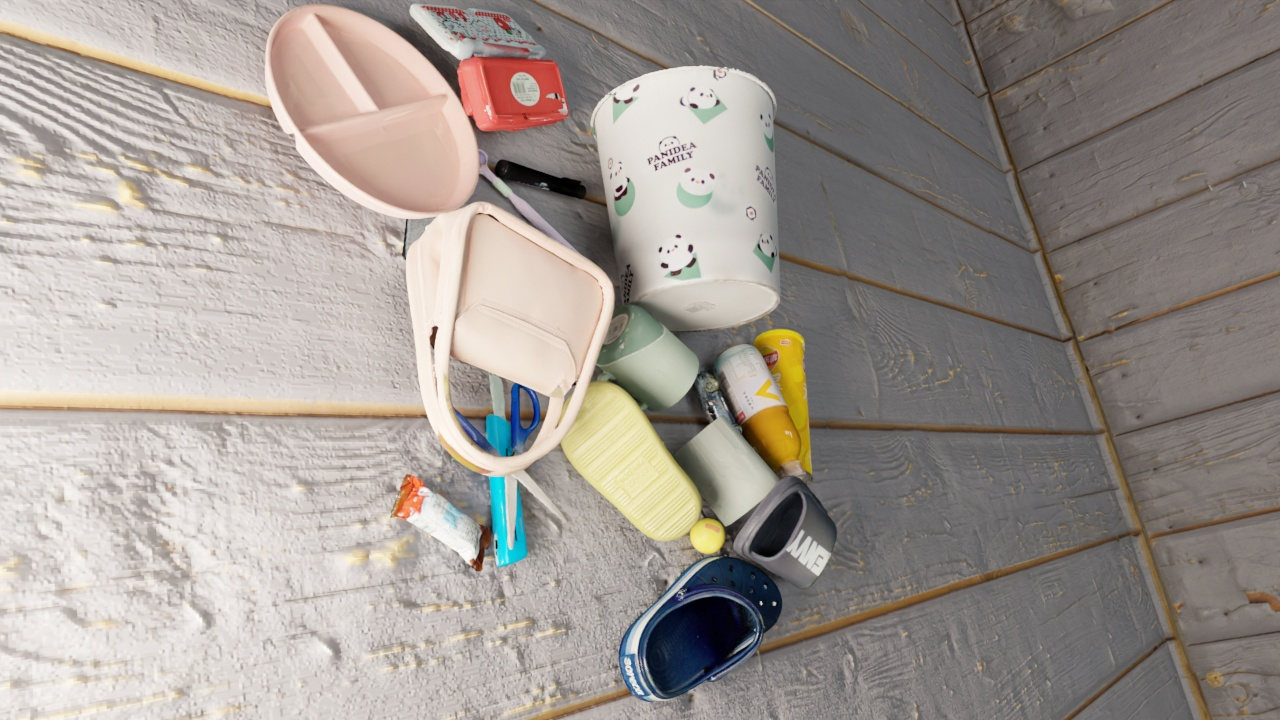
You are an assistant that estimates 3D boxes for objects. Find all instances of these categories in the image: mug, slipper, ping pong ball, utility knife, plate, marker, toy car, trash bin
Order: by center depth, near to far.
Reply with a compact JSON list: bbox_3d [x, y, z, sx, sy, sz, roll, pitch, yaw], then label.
[{"bbox_3d":[-0.130,0.099,0.866,0.034,0.018,0.191,14,59,-46],"label":"utility knife"},{"bbox_3d":[-0.251,-0.233,0.873,0.229,0.028,0.229,32,43,-35],"label":"plate"},{"bbox_3d":[0.077,0.273,0.969,0.252,0.095,0.105,-15,86,-50],"label":"slipper"},{"bbox_3d":[-0.012,0.106,0.970,0.190,0.091,0.081,52,1,-7],"label":"slipper"},{"bbox_3d":[-0.006,0.006,1.028,0.106,0.082,0.111,41,75,-31],"label":"mug"},{"bbox_3d":[0.077,0.200,1.049,0.040,0.040,0.040,28,51,-40],"label":"ping pong ball"},{"bbox_3d":[-0.112,-0.208,1.053,0.131,0.020,0.022,5,78,-50],"label":"marker"},{"bbox_3d":[0.194,0.212,1.079,0.110,0.083,0.268,-55,150,-3],"label":"slipper"},{"bbox_3d":[0.102,0.127,1.082,0.103,0.084,0.124,51,8,7],"label":"mug"},{"bbox_3d":[0.063,-0.180,1.098,0.229,0.230,0.251,13,66,-47],"label":"trash bin"},{"bbox_3d":[0.095,0.063,1.146,0.105,0.031,0.049,62,-3,1],"label":"toy car"}]

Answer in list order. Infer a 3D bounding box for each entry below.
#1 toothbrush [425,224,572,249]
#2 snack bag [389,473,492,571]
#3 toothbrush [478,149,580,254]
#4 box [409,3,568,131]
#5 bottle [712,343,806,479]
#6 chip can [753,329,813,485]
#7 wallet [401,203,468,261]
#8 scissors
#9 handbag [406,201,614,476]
[{"bbox_3d":[-0.139,-0.121,0.942,0.191,0.018,0.016,5,62,-48],"label":"toothbrush"},{"bbox_3d":[-0.167,0.139,0.789,0.105,0.026,0.045,43,33,-30],"label":"snack bag"},{"bbox_3d":[-0.120,-0.161,1.019,0.189,0.029,0.021,42,5,-31],"label":"toothbrush"},{"bbox_3d":[-0.157,-0.331,1.023,0.161,0.060,0.200,61,26,-5],"label":"box"},{"bbox_3d":[0.154,0.070,1.162,0.068,0.068,0.189,10,49,-49],"label":"bottle"},{"bbox_3d":[0.191,0.065,1.242,0.072,0.072,0.213,30,51,-39],"label":"chip can"},{"bbox_3d":[-0.184,-0.120,0.920,0.120,0.019,0.097,25,51,-40],"label":"wallet"},{"bbox_3d":[-0.126,0.088,0.854,0.162,0.012,0.175,31,48,-31],"label":"scissors"},{"bbox_3d":[-0.125,-0.009,0.850,0.193,0.094,0.233,24,59,-38],"label":"handbag"}]
